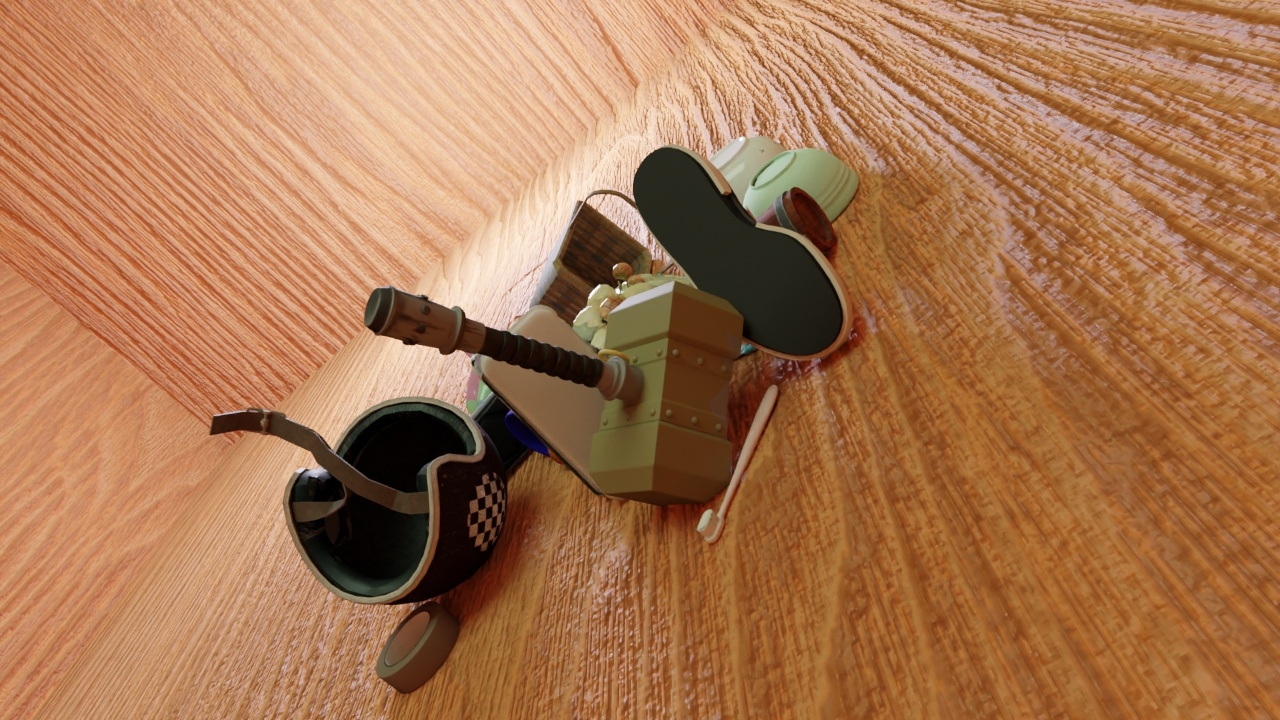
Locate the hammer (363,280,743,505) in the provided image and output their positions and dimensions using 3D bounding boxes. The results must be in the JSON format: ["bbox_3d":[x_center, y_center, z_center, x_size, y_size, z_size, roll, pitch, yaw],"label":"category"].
[{"bbox_3d":[-0.073,0.002,0.777,0.101,0.324,0.190,-15,63,53],"label":"hammer"}]

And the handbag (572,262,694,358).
[{"bbox_3d":[-0.008,-0.047,0.985,0.113,0.117,0.185,8,42,23],"label":"handbag"}]

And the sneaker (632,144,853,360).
[{"bbox_3d":[0.113,-0.102,0.924,0.294,0.116,0.112,46,113,32],"label":"sneaker"}]

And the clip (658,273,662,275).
[{"bbox_3d":[0.061,-0.102,1.180,0.165,0.031,0.168,-28,16,23],"label":"clip"}]

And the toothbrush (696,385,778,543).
[{"bbox_3d":[0.089,0.084,0.807,0.016,0.018,0.180,-20,30,45],"label":"toothbrush"}]

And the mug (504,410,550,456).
[{"bbox_3d":[-0.109,0.054,1.127,0.083,0.079,0.111,-56,-5,-30],"label":"mug"}]

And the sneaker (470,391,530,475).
[{"bbox_3d":[-0.217,0.114,1.246,0.256,0.093,0.161,-50,12,-19],"label":"sneaker"}]

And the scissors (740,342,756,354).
[{"bbox_3d":[0.112,-0.013,0.969,0.137,0.015,0.055,-36,19,37],"label":"scissors"}]

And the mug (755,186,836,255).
[{"bbox_3d":[0.146,-0.118,1.010,0.111,0.081,0.117,-35,22,32],"label":"mug"}]

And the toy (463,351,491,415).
[{"bbox_3d":[-0.189,0.007,1.349,0.223,0.120,0.170,-45,30,33],"label":"toy"}]

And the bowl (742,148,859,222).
[{"bbox_3d":[0.181,-0.204,1.113,0.151,0.077,0.150,-37,21,17],"label":"bowl"}]

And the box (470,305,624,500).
[{"bbox_3d":[-0.066,0.034,0.922,0.105,0.210,0.129,-39,22,7],"label":"box"}]

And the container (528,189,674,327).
[{"bbox_3d":[-0.049,-0.148,1.333,0.187,0.157,0.249,-47,17,26],"label":"container"}]

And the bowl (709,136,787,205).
[{"bbox_3d":[0.141,-0.268,1.322,0.154,0.073,0.153,-37,21,16],"label":"bowl"}]

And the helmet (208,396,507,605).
[{"bbox_3d":[-0.274,0.151,1.014,0.234,0.234,0.253,-7,1,19],"label":"helmet"}]

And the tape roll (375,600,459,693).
[{"bbox_3d":[-0.236,0.303,0.973,0.094,0.030,0.093,-38,21,17],"label":"tape roll"}]

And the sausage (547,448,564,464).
[{"bbox_3d":[-0.051,0.056,1.095,0.164,0.039,0.044,-49,30,-14],"label":"sausage"}]
